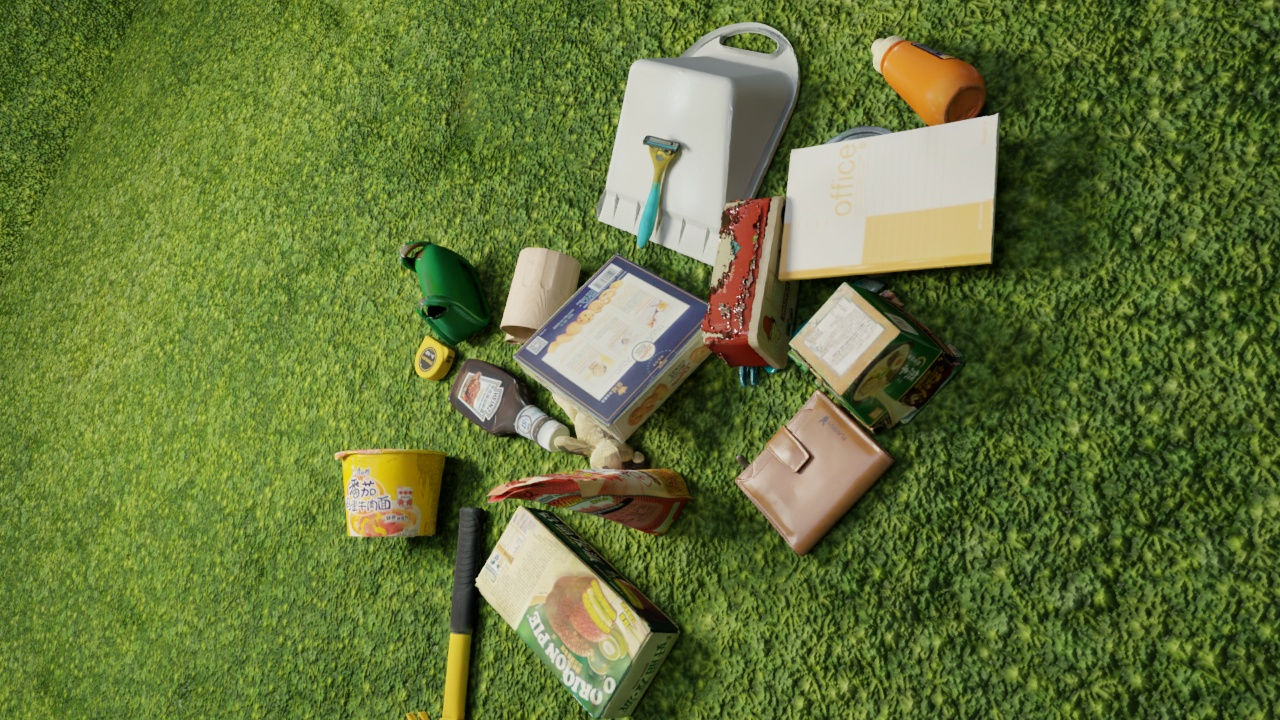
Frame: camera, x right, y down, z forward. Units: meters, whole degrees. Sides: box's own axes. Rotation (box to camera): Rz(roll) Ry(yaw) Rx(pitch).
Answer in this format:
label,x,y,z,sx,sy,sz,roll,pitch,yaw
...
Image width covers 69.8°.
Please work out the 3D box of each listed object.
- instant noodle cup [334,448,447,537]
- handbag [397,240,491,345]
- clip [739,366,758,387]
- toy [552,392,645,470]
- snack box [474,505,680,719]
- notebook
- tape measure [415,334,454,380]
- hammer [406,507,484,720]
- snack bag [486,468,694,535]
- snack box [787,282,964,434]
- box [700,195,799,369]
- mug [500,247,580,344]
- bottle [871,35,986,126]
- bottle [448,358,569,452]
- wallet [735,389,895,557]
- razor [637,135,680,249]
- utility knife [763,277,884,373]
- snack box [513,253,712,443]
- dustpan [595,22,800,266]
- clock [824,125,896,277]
label,x,y,z,sx,sy,sz,roll,pitch,yaw
instant noodle cup,-0.322,0.173,1.189,0.138,0.137,0.109,-6,79,35
handbag,-0.268,-0.093,1.241,0.068,0.120,0.131,-33,56,17
clip,0.116,0.002,0.988,0.047,0.014,0.057,-12,67,31
toy,-0.054,0.078,1.067,0.105,0.066,0.157,-19,49,-17
snack box,-0.075,0.270,1.010,0.240,0.063,0.114,33,96,39
notebook,0.233,-0.152,0.877,0.207,0.010,0.145,-1,74,35
tape measure,-0.286,0.000,1.281,0.060,0.029,0.057,29,92,39
hammer,-0.219,0.331,1.118,0.129,0.032,0.300,-8,70,33
snack bag,-0.041,0.138,0.936,0.129,0.207,0.073,-8,75,36
snack box,0.212,-0.009,0.860,0.118,0.105,0.118,-49,53,12
box,0.112,-0.081,0.958,0.081,0.091,0.168,0,69,31
mug,-0.132,-0.077,1.168,0.125,0.084,0.103,-12,64,62
bottle,0.283,-0.291,0.934,0.067,0.066,0.149,-46,46,15
bottle,-0.165,0.061,1.160,0.195,0.044,0.080,26,92,39
wallet,0.166,0.106,0.907,0.131,0.035,0.119,-50,58,12
razor,0.014,-0.195,1.079,0.043,0.028,0.133,15,113,9
utility knife,0.186,-0.037,0.948,0.151,0.013,0.029,-41,48,19
snack box,-0.024,-0.019,1.039,0.177,0.046,0.182,-46,50,-13
dustpan,0.082,-0.274,1.109,0.223,0.142,0.258,28,122,39
clock,0.232,-0.156,0.925,0.117,0.059,0.158,-29,58,25
